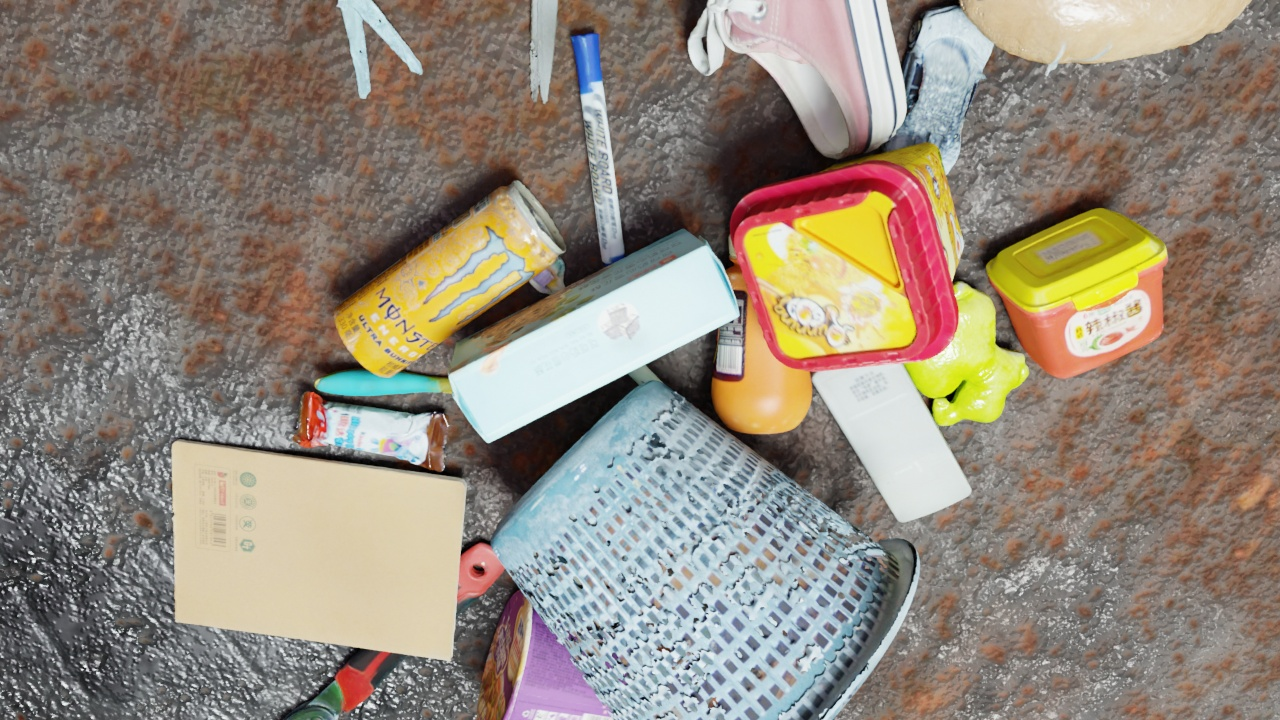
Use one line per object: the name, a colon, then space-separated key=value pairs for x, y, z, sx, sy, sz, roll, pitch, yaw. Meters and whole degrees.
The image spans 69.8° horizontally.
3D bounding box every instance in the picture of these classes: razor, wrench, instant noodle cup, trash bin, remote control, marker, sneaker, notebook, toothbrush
razor: x=-0.151 y=0.018 z=0.620 sx=0.132 sy=0.028 sz=0.043 roll=3 pitch=108 yaw=-6
wrench: x=-0.199 y=0.234 z=0.700 sx=0.056 sy=0.016 sz=0.274 roll=39 pitch=104 yaw=-13
instant noodle cup: x=-0.055 y=0.231 z=0.663 sx=0.099 sy=0.111 sz=0.112 roll=17 pitch=108 yaw=-17
instant noodle cup: x=0.131 y=-0.068 z=0.540 sx=0.116 sy=0.123 sz=0.116 roll=-7 pitch=114 yaw=37
trash bin: x=0.024 y=0.127 z=0.576 sx=0.195 sy=0.226 sz=0.227 roll=46 pitch=102 yaw=3
remote control: x=0.174 y=0.048 z=0.637 sx=0.058 sy=0.021 sz=0.150 roll=-27 pitch=114 yaw=17
marker: x=-0.026 y=-0.130 z=0.580 sx=0.017 sy=0.017 sz=0.146 roll=-7 pitch=109 yaw=0
sneaker: x=0.073 y=-0.217 z=0.510 sx=0.087 sy=0.118 sz=0.241 roll=-30 pitch=114 yaw=-13
notebook: x=-0.233 y=0.139 z=0.660 sx=0.207 sy=0.008 sz=0.148 roll=8 pitch=107 yaw=0
toothbrush: x=-0.004 y=0.004 z=0.625 sx=0.189 sy=0.020 sz=0.029 roll=47 pitch=63 yaw=-15

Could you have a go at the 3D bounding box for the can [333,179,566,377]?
can: x=-0.121 y=-0.050 z=0.582 sx=0.146 sy=0.058 sz=0.058 roll=-34 pitch=107 yaw=10

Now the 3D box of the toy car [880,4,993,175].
toy car: x=0.184 y=-0.165 z=0.567 sx=0.049 sy=0.031 sz=0.106 roll=10 pitch=107 yaw=-7

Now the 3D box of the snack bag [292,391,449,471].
snack bag: x=-0.185 y=0.048 z=0.632 sx=0.105 sy=0.026 sz=0.045 roll=10 pitch=106 yaw=-7

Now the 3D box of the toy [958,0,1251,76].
toy: x=0.240 y=-0.238 z=0.522 sx=0.226 sy=0.082 sz=0.143 roll=-2 pitch=89 yaw=1

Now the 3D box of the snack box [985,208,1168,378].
snack box: x=0.283 y=-0.042 z=0.592 sx=0.091 sy=0.082 sz=0.080 roll=-25 pitch=121 yaw=8

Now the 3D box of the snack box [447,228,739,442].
snack box: x=-0.031 y=-0.019 z=0.566 sx=0.175 sy=0.074 sz=0.051 roll=-27 pitch=107 yaw=1

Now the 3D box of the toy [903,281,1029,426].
toy: x=0.216 y=-0.001 z=0.624 sx=0.100 sy=0.031 sz=0.097 roll=23 pitch=111 yaw=-9

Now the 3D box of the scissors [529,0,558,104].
scissors: x=-0.065 y=-0.246 z=0.543 sx=0.133 sy=0.014 sz=0.175 roll=36 pitch=107 yaw=-14

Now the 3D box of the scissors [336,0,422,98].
scissors: x=-0.183 y=-0.223 z=0.545 sx=0.108 sy=0.017 sz=0.136 roll=-3 pitch=113 yaw=-4

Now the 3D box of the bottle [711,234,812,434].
bottle: x=0.078 y=-0.030 z=0.597 sx=0.067 sy=0.066 sz=0.149 roll=-2 pitch=102 yaw=-1
